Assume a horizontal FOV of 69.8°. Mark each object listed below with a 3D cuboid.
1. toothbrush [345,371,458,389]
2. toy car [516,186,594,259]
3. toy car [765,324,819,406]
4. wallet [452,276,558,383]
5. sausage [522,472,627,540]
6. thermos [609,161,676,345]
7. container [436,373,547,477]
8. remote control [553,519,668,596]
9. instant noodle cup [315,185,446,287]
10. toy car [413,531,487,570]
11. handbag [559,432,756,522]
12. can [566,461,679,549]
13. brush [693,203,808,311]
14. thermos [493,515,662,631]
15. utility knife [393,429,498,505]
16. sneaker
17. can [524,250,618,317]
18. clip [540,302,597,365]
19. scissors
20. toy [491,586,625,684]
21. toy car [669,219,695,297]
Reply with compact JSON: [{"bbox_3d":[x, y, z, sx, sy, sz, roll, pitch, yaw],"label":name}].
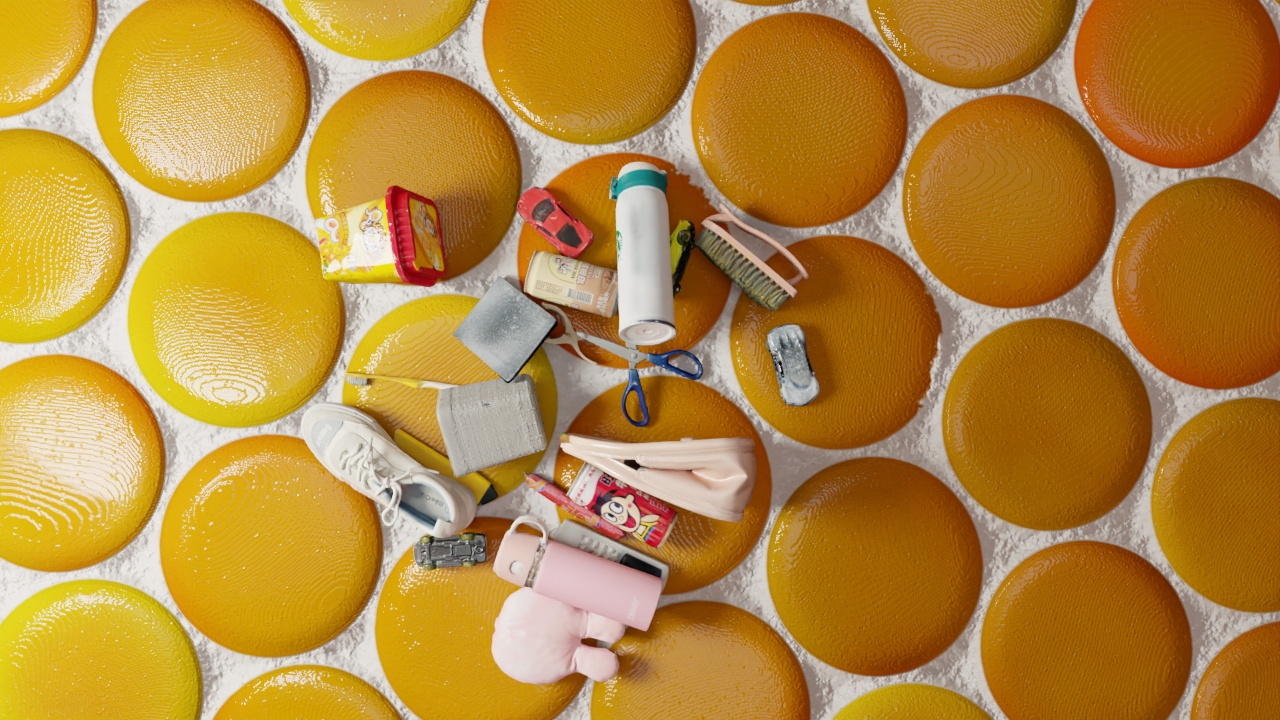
[{"bbox_3d":[-0.275,0.033,1.148,0.191,0.016,0.018,8,99,-1],"label":"toothbrush"},{"bbox_3d":[-0.108,-0.173,1.149,0.106,0.031,0.049,43,87,2],"label":"toy car"},{"bbox_3d":[0.192,0.006,1.149,0.049,0.031,0.105,-16,90,-1],"label":"toy car"},{"bbox_3d":[-0.166,-0.038,1.123,0.121,0.019,0.097,37,89,34],"label":"wallet"},{"bbox_3d":[-0.082,0.183,1.146,0.156,0.020,0.020,31,88,0],"label":"sausage"},{"bbox_3d":[0.001,-0.133,1.103,0.073,0.073,0.224,-2,68,-1],"label":"thermos"},{"bbox_3d":[-0.177,0.074,1.105,0.114,0.090,0.090,-14,111,-5],"label":"container"},{"bbox_3d":[-0.040,0.253,1.144,0.150,0.021,0.058,24,88,0],"label":"remote control"},{"bbox_3d":[-0.315,-0.142,1.110,0.124,0.116,0.116,-8,89,10],"label":"instant noodle cup"},{"bbox_3d":[-0.234,0.234,1.134,0.090,0.035,0.042,-5,87,-1],"label":"toy car"},{"bbox_3d":[0.018,0.119,1.074,0.234,0.193,0.093,9,86,9],"label":"handbag"},{"bbox_3d":[-0.022,0.177,1.129,0.133,0.053,0.053,30,88,0],"label":"can"},{"bbox_3d":[0.135,-0.128,1.137,0.145,0.063,0.073,41,92,2],"label":"brush"},{"bbox_3d":[-0.072,0.251,1.098,0.198,0.067,0.087,21,101,1],"label":"thermos"},{"bbox_3d":[-0.245,0.133,1.146,0.154,0.015,0.033,33,82,1],"label":"utility knife"},{"bbox_3d":[-0.313,0.138,1.098,0.242,0.090,0.089,32,100,2],"label":"sneaker"},{"bbox_3d":[-0.081,-0.095,1.133,0.116,0.058,0.058,15,88,0],"label":"can"},{"bbox_3d":[-0.101,-0.022,1.145,0.084,0.035,0.104,-41,97,-5],"label":"clip"},{"bbox_3d":[0.001,0.004,1.133,0.175,0.012,0.162,4,104,-17],"label":"scissors"},{"bbox_3d":[-0.101,0.341,1.123,0.159,0.054,0.121,11,90,2],"label":"toy"},{"bbox_3d":[0.041,-0.124,1.142,0.032,0.048,0.105,17,88,13],"label":"toy car"}]
